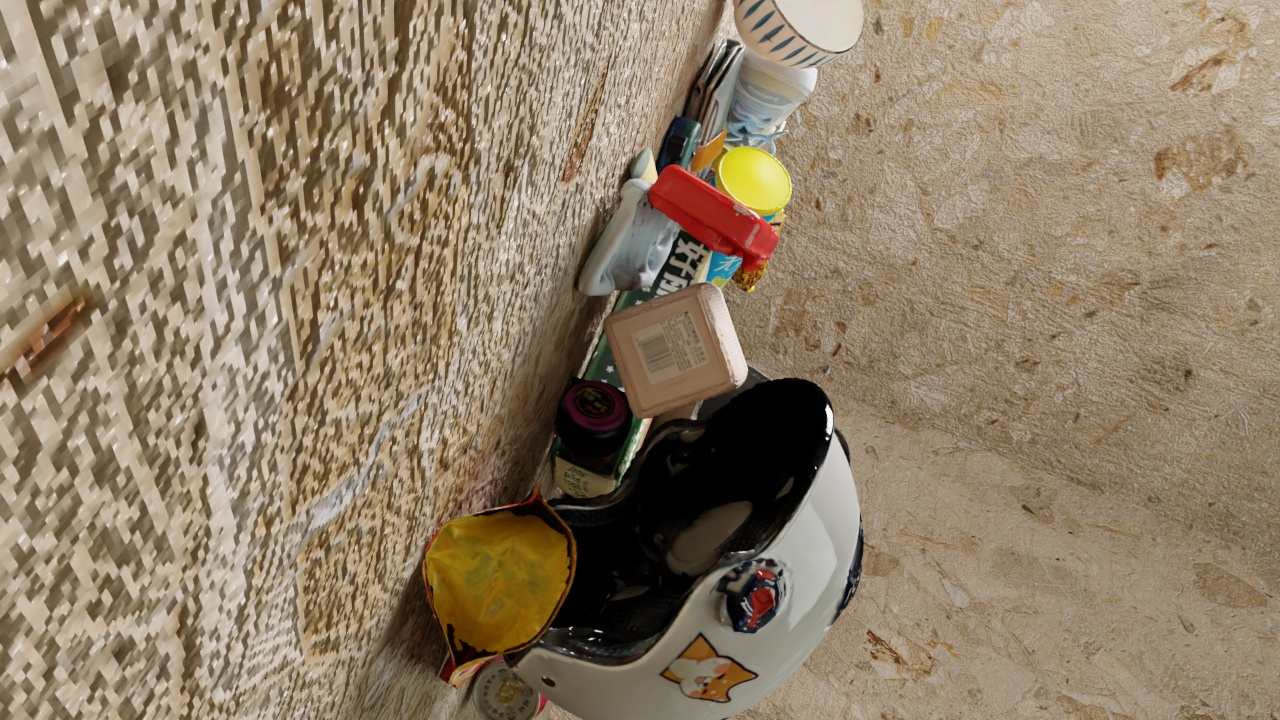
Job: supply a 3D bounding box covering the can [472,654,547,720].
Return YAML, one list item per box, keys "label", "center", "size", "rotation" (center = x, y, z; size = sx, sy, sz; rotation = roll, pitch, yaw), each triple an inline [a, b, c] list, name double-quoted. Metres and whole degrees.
- label: "can"
  center: [-0.109, 0.282, 0.825]
  size: [0.093, 0.066, 0.066]
  rotation: [-33, 144, -81]

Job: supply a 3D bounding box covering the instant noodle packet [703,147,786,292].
- label: "instant noodle packet"
  center: [0.091, -0.151, 0.962]
  size: [0.044, 0.128, 0.111]
  rotation: [-18, 145, -30]

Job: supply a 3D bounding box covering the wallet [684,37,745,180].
- label: "wallet"
  center: [0.058, -0.201, 0.803]
  size: [0.130, 0.037, 0.106]
  rotation: [106, 7, -45]

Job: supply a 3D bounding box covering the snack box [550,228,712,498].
- label: "snack box"
  center: [-0.005, 0.005, 0.819]
  size: [0.115, 0.063, 0.239]
  rotation: [98, 14, -68]

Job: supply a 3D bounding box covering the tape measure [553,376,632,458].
- label: "tape measure"
  center: [-0.035, 0.045, 0.689]
  size: [0.057, 0.057, 0.039]
  rotation: [-76, -177, -46]

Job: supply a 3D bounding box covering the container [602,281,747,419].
- label: "container"
  center: [0.027, -0.008, 0.683]
  size: [0.111, 0.090, 0.090]
  rotation: [-20, 91, -83]

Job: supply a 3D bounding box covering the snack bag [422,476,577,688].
- label: "snack bag"
  center: [-0.087, 0.134, 0.545]
  size: [0.208, 0.073, 0.128]
  rotation: [119, -6, -70]

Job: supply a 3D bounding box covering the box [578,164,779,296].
- label: "box"
  center: [0.034, -0.073, 0.646]
  size: [0.100, 0.094, 0.200]
  rotation: [-58, 173, 11]

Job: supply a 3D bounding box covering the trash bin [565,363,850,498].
- label: "trash bin"
  center: [0.054, 0.132, 0.912]
  size: [0.220, 0.198, 0.198]
  rotation: [-14, -132, 55]

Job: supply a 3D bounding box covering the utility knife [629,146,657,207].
- label: "utility knife"
  center: [0.008, -0.120, 0.684]
  size: [0.031, 0.019, 0.182]
  rotation: [-63, 168, -4]

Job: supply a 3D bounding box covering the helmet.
- label: "helmet"
  center: [0.044, 0.151, 0.632]
  size: [0.274, 0.157, 0.230]
  rotation: [-34, -162, 3]

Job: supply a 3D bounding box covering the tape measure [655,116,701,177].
- label: "tape measure"
  center: [0.031, -0.164, 0.729]
  size: [0.058, 0.025, 0.055]
  rotation: [-60, 171, -64]

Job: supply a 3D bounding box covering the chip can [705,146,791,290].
- label: "chip can"
  center: [0.071, -0.115, 0.896]
  size: [0.071, 0.071, 0.211]
  rotation: [-66, -175, -31]

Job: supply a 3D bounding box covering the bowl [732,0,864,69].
- label: "bowl"
  center: [0.118, -0.287, 0.745]
  size: [0.066, 0.116, 0.116]
  rotation: [-22, -143, 52]

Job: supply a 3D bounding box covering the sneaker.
- label: "sneaker"
  center: [0.109, -0.252, 0.905]
  size: [0.242, 0.089, 0.091]
  rotation: [-79, -167, -82]
